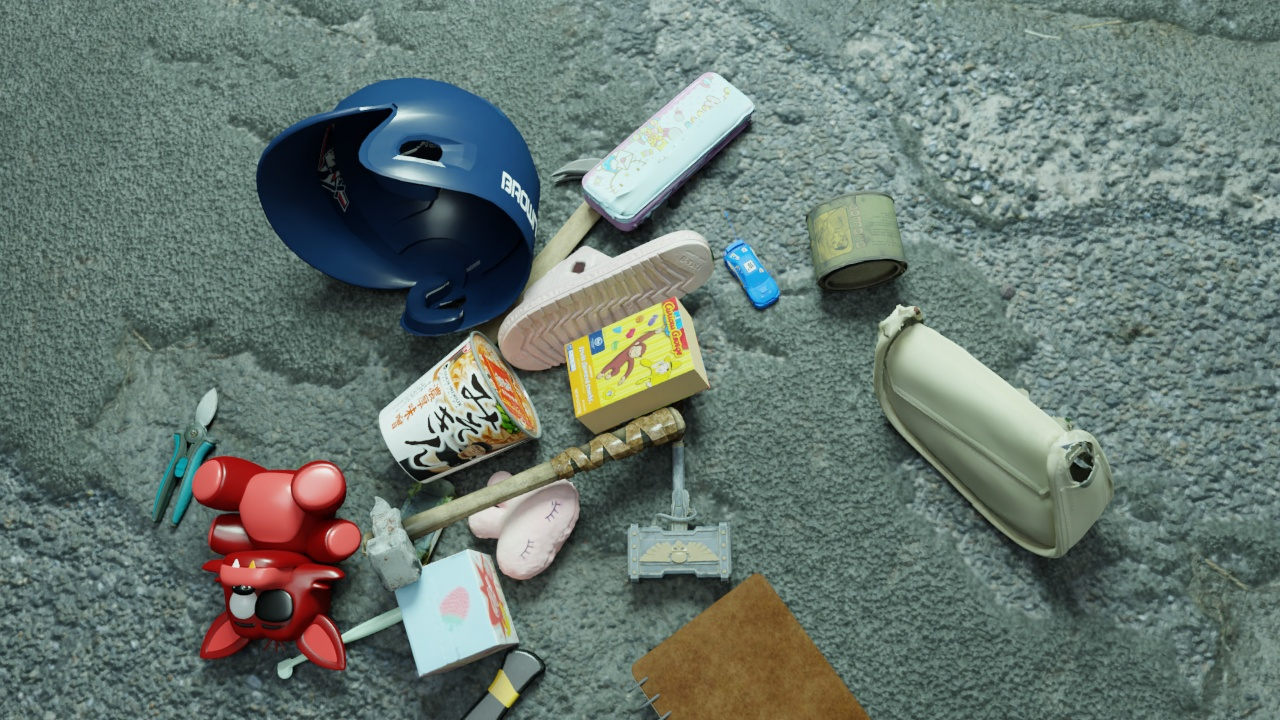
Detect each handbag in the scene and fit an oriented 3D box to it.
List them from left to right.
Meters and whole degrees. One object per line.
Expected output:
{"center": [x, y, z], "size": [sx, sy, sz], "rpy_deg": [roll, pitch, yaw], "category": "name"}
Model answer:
{"center": [0.330, 0.046, 0.835], "size": [0.131, 0.184, 0.229], "rpy_deg": [-44, 59, -10], "category": "handbag"}

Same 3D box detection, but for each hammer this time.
{"center": [-0.201, 0.409, 0.857], "size": [0.170, 0.034, 0.324], "rpy_deg": [37, 80, 12], "category": "hammer"}
{"center": [-0.108, 0.114, 0.865], "size": [0.318, 0.121, 0.049], "rpy_deg": [-22, 112, -8], "category": "hammer"}
{"center": [-0.117, -0.082, 0.988], "size": [0.119, 0.031, 0.331], "rpy_deg": [37, 84, 14], "category": "hammer"}
{"center": [0.037, 0.059, 0.925], "size": [0.098, 0.044, 0.321], "rpy_deg": [-2, 72, 5], "category": "hammer"}

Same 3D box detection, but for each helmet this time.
{"center": [-0.237, -0.169, 0.914], "size": [0.272, 0.233, 0.222], "rpy_deg": [-6, 51, -7], "category": "helmet"}

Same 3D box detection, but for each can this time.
{"center": [0.218, -0.118, 0.927], "size": [0.090, 0.090, 0.074], "rpy_deg": [-8, 75, 3], "category": "can"}

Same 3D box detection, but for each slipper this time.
{"center": [-0.042, -0.073, 0.935], "size": [0.239, 0.094, 0.064], "rpy_deg": [-26, 51, 8], "category": "slipper"}

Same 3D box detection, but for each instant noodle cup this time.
{"center": [-0.183, 0.055, 0.910], "size": [0.122, 0.123, 0.123], "rpy_deg": [-31, 74, 5], "category": "instant noodle cup"}

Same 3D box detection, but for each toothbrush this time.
{"center": [-0.286, 0.273, 0.908], "size": [0.154, 0.015, 0.022], "rpy_deg": [-25, 43, -2], "category": "toothbrush"}

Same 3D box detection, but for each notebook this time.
{"center": [0.112, 0.331, 0.828], "size": [0.167, 0.024, 0.225], "rpy_deg": [-31, 73, -21], "category": "notebook"}

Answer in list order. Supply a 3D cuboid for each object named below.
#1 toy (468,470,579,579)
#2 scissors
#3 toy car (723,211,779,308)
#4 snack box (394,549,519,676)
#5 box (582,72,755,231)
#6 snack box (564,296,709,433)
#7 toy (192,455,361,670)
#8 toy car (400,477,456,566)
{"center": [-0.118, 0.157, 0.908], "size": [0.105, 0.053, 0.108], "rpy_deg": [21, 77, 25], "category": "toy"}
{"center": [-0.485, 0.101, 0.972], "size": [0.138, 0.019, 0.136], "rpy_deg": [-25, 75, -1], "category": "scissors"}
{"center": [0.111, -0.104, 0.948], "size": [0.033, 0.062, 0.092], "rpy_deg": [-31, 74, -4], "category": "toy car"}
{"center": [-0.172, 0.237, 0.866], "size": [0.079, 0.095, 0.093], "rpy_deg": [-21, 73, -1], "category": "snack box"}
{"center": [0.031, -0.227, 0.984], "size": [0.076, 0.033, 0.213], "rpy_deg": [41, 71, 15], "category": "box"}
{"center": [-0.005, 0.005, 0.908], "size": [0.126, 0.040, 0.088], "rpy_deg": [-23, 54, 15], "category": "snack box"}
{"center": [-0.353, 0.194, 0.889], "size": [0.158, 0.120, 0.197], "rpy_deg": [1, 83, 7], "category": "toy"}
{"center": [-0.222, 0.168, 0.921], "size": [0.048, 0.033, 0.105], "rpy_deg": [16, 63, 16], "category": "toy car"}
